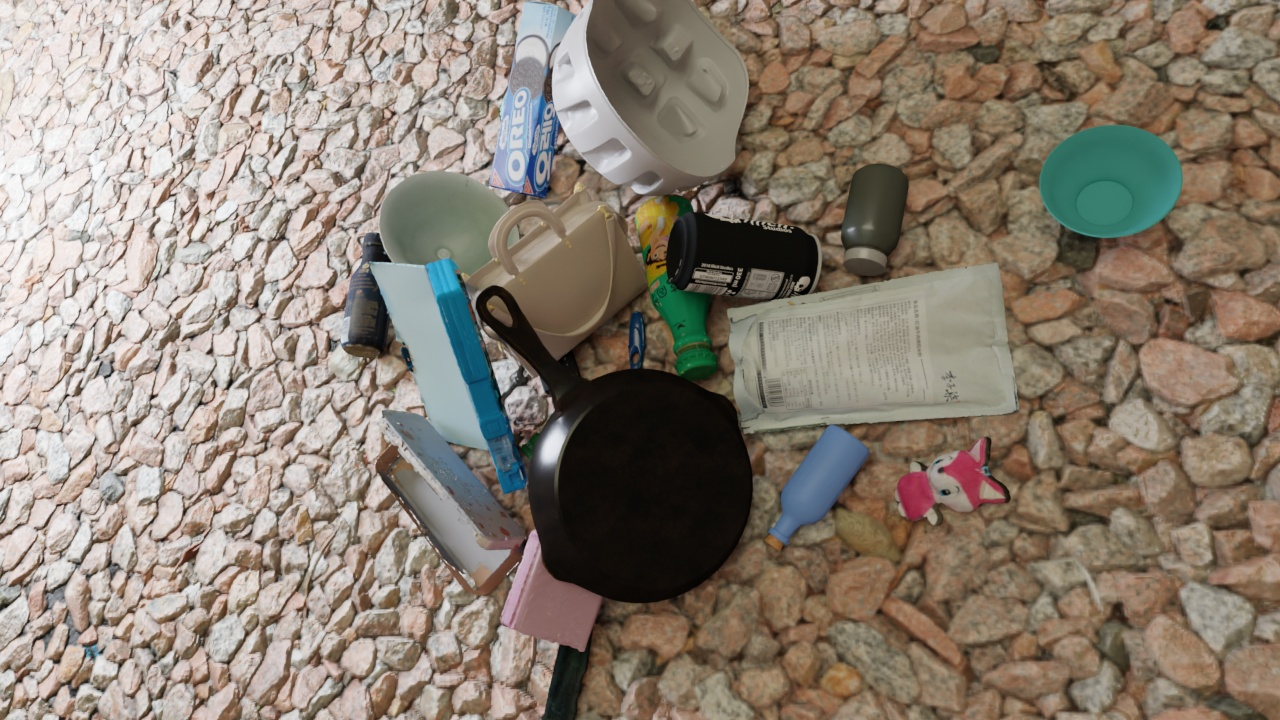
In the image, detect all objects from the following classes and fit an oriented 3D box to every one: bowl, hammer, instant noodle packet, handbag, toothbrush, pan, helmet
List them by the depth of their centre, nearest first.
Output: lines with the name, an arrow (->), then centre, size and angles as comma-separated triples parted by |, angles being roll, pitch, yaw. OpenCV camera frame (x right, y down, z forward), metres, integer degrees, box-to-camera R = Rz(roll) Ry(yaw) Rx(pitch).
pan -> -0.032, 0.069, 0.872 | 0.248, 0.043, 0.356 | -41, 96, -17
bowl -> 0.452, -0.163, 0.890 | 0.121, 0.046, 0.121 | -8, 68, 19
instant noodle packet -> 0.226, -0.006, 0.918 | 0.269, 0.057, 0.147 | -7, 86, 16
hammer -> -0.060, 0.254, 0.940 | 0.133, 0.033, 0.332 | 4, 73, 21
handbag -> -0.098, -0.101, 0.979 | 0.194, 0.198, 0.101 | -40, 58, -8
helmet -> 0.009, -0.289, 1.001 | 0.184, 0.224, 0.281 | -44, 24, 26
toothbrush -> -0.006, 0.006, 1.023 | 0.021, 0.016, 0.132 | -5, 66, 19
bowl -> -0.242, -0.146, 1.136 | 0.174, 0.068, 0.174 | 9, 62, -18

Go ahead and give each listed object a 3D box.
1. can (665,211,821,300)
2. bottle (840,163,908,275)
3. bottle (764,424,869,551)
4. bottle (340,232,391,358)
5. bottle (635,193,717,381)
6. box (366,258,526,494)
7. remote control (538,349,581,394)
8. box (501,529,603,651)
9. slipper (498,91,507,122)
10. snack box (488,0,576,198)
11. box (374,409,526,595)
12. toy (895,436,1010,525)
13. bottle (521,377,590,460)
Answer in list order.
can -> 0.106, -0.105, 0.949 | 0.146, 0.080, 0.080 | 6, 68, -15
bottle -> 0.243, -0.146, 0.958 | 0.060, 0.060, 0.108 | 7, 73, 23
bottle -> 0.165, 0.127, 0.889 | 0.048, 0.048, 0.131 | 35, 85, 28
bottle -> -0.342, -0.084, 1.163 | 0.056, 0.056, 0.160 | -4, 69, 20
bottle -> 0.043, -0.079, 1.005 | 0.068, 0.068, 0.209 | -17, 65, 14
box -> -0.192, 0.007, 0.980 | 0.063, 0.244, 0.174 | -31, 35, -28
remote control -> -0.108, -0.025, 1.070 | 0.045, 0.021, 0.140 | -23, 59, 3
box -> -0.071, 0.164, 0.934 | 0.099, 0.099, 0.232 | -3, 67, 60
slipper -> -0.067, -0.378, 1.165 | 0.276, 0.069, 0.116 | -26, 60, 11
snack box -> -0.129, -0.317, 1.123 | 0.059, 0.059, 0.226 | 19, 102, 26
box -> -0.222, 0.157, 1.016 | 0.216, 0.094, 0.108 | 43, 115, 28
toy -> 0.284, 0.115, 0.850 | 0.102, 0.050, 0.065 | -23, 68, 17
bottle -> -0.083, 0.070, 1.013 | 0.043, 0.042, 0.110 | 38, 85, 29
